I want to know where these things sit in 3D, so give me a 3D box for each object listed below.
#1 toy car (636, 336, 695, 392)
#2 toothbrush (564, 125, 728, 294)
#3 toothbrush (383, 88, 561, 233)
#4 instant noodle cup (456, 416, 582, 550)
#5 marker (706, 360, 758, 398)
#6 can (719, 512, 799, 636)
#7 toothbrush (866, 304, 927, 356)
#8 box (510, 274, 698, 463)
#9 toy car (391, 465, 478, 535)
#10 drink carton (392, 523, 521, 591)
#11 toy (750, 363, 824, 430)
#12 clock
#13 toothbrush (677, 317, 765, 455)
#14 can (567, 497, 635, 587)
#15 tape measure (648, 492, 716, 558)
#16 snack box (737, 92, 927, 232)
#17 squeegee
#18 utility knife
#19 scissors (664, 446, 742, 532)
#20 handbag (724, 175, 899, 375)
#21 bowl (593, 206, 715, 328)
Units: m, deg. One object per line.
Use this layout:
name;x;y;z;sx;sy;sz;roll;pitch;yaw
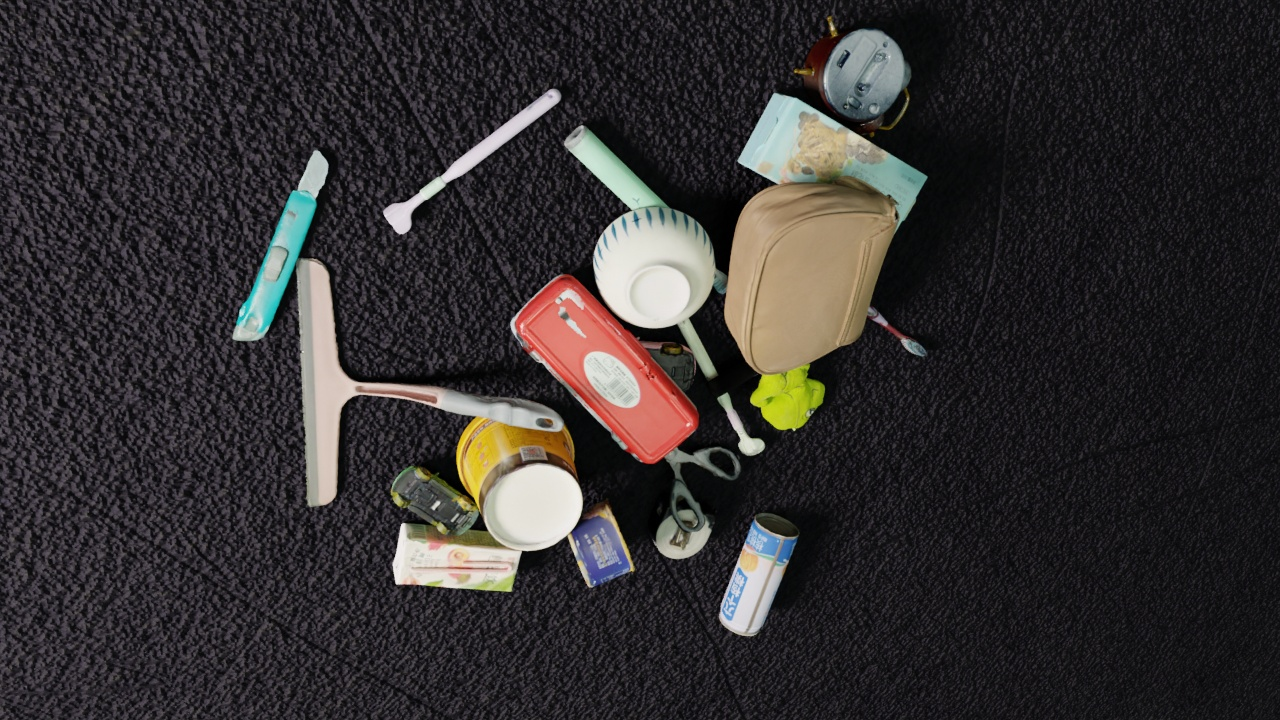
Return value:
toy car;-0.005;0.005;0.920;0.122;0.037;0.056;4;104;-5
toothbrush;0.015;-0.138;0.871;0.027;0.026;0.224;-40;118;20
toothbrush;-0.146;-0.179;0.810;0.189;0.021;0.029;-38;85;0
instant noodle cup;-0.113;0.114;0.887;0.118;0.114;0.118;-6;112;-15
marker;0.126;0.000;0.953;0.132;0.020;0.022;-29;102;-14
can;0.134;0.245;1.049;0.053;0.053;0.135;11;108;-21
toothbrush;0.244;-0.053;0.979;0.187;0.017;0.016;33;98;-26
box;-0.033;0.011;0.884;0.087;0.047;0.201;-41;104;8
toy car;-0.204;0.137;0.913;0.091;0.036;0.043;40;97;-27
drink carton;-0.187;0.203;0.940;0.122;0.045;0.053;10;107;-21
toy;0.156;0.037;0.974;0.096;0.031;0.100;-20;133;-20
clock;0.207;-0.262;0.861;0.122;0.055;0.082;28;100;-26
toothbrush;0.081;0.026;0.963;0.029;0.020;0.189;-17;119;27
can;-0.042;0.183;0.924;0.049;0.148;0.074;-22;88;-6
tape measure;0.044;0.183;1.008;0.065;0.033;0.066;14;106;-20
snack box;0.187;-0.185;0.888;0.174;0.051;0.074;22;104;-23
squeegee;-0.189;0.037;0.849;0.250;0.040;0.248;8;109;8
utility knife;-0.312;-0.095;0.797;0.029;0.013;0.187;24;103;-13
scissors;0.038;0.102;0.966;0.159;0.014;0.178;-7;94;-30
handbag;0.155;-0.084;0.874;0.147;0.099;0.205;-11;141;-12
bowl;0.014;-0.077;0.856;0.116;0.066;0.117;-2;125;-3
